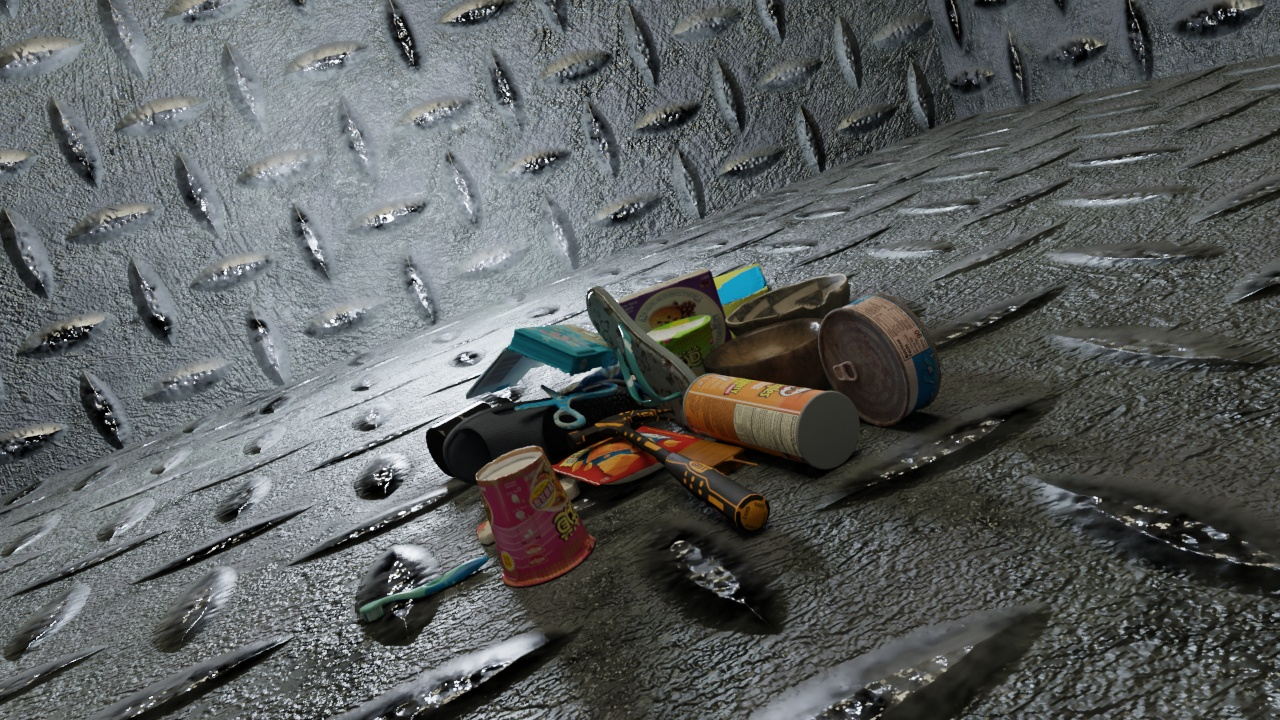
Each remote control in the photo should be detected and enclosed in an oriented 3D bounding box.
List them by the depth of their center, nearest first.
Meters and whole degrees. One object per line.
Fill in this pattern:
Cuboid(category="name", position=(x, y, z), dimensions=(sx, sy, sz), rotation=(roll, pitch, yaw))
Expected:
Cuboid(category="remote control", position=(-0.126, 0.169, 1.031), dimensions=(0.125, 0.018, 0.038), rotation=(-27, 15, -20))

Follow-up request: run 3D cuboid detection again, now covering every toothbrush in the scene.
Cuboid(category="toothbrush", position=(-0.216, 0.230, 0.928), dimensions=(0.135, 0.017, 0.022), rotation=(-21, 13, -16))

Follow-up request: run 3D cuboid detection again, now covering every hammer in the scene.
Cuboid(category="hammer", position=(0.036, 0.103, 0.939), dimensions=(0.123, 0.036, 0.321), rotation=(-17, 18, -22))

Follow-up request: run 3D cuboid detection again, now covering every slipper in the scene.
Cuboid(category="slipper", position=(-0.112, 0.097, 1.151), dimensions=(0.263, 0.101, 0.082), rotation=(-18, 20, -17))
Cuboid(category="slipper", position=(-0.007, 0.007, 1.162), dimensions=(0.054, 0.098, 0.269), rotation=(-25, 49, -23))
Cuboid(category="slipper", position=(-0.054, 0.027, 1.397), dimensions=(0.115, 0.054, 0.271), rotation=(-29, 0, 36))

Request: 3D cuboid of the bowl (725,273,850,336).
Cuboid(category="bowl", position=(0.215, -0.053, 1.285), dimensions=(0.178, 0.081, 0.178), rotation=(-19, 13, 4))

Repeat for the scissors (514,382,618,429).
Cuboid(category="scissors", position=(-0.084, 0.050, 1.118), dimensions=(0.139, 0.011, 0.134), rotation=(-16, 23, -26))

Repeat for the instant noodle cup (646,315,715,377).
Cuboid(category="instant noodle cup", position=(0.062, 0.007, 1.209), dimensions=(0.099, 0.108, 0.098), rotation=(-19, 14, 5))

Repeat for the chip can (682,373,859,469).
Cuboid(category="chip can", position=(0.130, 0.059, 0.965), dimensions=(0.075, 0.075, 0.215), rotation=(-26, 15, -23))

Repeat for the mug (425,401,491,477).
Cuboid(category="mug", position=(-0.234, 0.118, 1.292), dimensions=(0.114, 0.078, 0.087), rotation=(27, 42, 36))

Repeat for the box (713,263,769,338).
Cuboid(category="box", position=(0.161, -0.087, 1.517), dimensions=(0.124, 0.083, 0.220), rotation=(-19, 16, 7))

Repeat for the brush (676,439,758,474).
Cuboid(category="brush", position=(0.084, 0.107, 0.970), dimensions=(0.048, 0.017, 0.127), rotation=(-26, 15, -26))

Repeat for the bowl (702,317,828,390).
Cuboid(category="bowl", position=(0.164, 0.009, 1.131), dimensions=(0.162, 0.070, 0.162), rotation=(-19, 13, 4))

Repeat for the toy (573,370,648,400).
Cuboid(category="toy", position=(-0.040, 0.050, 1.264), dimensions=(0.176, 0.071, 0.113), rotation=(-8, -16, -28))

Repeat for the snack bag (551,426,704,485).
Cuboid(category="snack bag", position=(-0.020, 0.110, 1.060), dimensions=(0.143, 0.039, 0.131), rotation=(-20, 13, -29))

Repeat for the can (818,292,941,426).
Cuboid(category="can", position=(0.240, -0.001, 0.929), dimensions=(0.044, 0.130, 0.130), rotation=(-25, 14, -21))

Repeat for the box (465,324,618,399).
Cuboid(category="box", position=(-0.127, -0.009, 1.238), dimensions=(0.170, 0.086, 0.227), rotation=(-12, 1, 15))

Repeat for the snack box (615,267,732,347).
Cuboid(category="snack box", position=(0.054, -0.042, 1.330), dimensions=(0.143, 0.148, 0.040), rotation=(-20, 14, -3))

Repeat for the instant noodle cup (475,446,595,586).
Cuboid(category="instant noodle cup", position=(-0.109, 0.147, 0.893), dimensions=(0.098, 0.108, 0.097), rotation=(-20, 13, 5))
